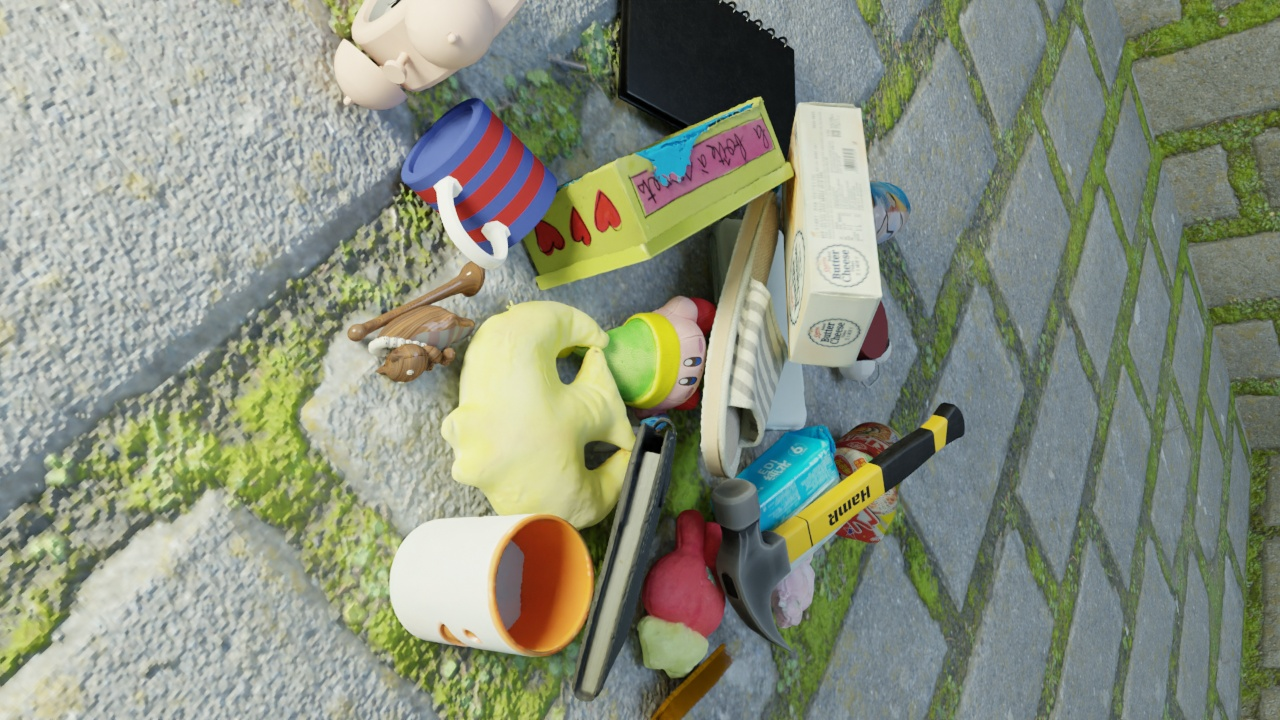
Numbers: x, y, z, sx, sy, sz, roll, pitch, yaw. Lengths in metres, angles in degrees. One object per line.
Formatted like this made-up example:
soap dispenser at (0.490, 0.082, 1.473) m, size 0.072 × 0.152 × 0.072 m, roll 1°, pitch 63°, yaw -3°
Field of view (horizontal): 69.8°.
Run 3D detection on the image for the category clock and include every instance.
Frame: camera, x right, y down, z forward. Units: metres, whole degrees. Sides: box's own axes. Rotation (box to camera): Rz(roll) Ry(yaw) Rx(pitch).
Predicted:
clock at (-0.118, -0.230, 0.595) m, size 0.086 × 0.131 × 0.160 m, roll 49°, pitch 50°, yaw -31°
clock at (0.242, -0.030, 1.028) m, size 0.086 × 0.044 × 0.124 m, roll -33°, pitch 108°, yaw -46°

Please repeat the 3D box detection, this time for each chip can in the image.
chip can at (0.228, -0.158, 0.990) m, size 0.229 × 0.080 × 0.080 m, roll -15°, pitch 94°, yaw -57°

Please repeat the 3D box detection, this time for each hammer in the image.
hammer at (0.193, 0.124, 0.824) m, size 0.323 × 0.034 × 0.170 m, roll -28°, pitch 116°, yaw -32°

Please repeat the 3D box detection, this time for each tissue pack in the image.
tissue pack at (0.130, 0.131, 0.836) m, size 0.144 × 0.062 × 0.093 m, roll -36°, pitch 118°, yaw -25°

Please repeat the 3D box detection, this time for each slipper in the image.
slipper at (0.097, -0.030, 0.790) m, size 0.114 × 0.054 × 0.272 m, roll 57°, pitch 40°, yaw -57°

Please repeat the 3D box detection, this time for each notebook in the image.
notebook at (0.072, -0.282, 0.882) m, size 0.231 × 0.019 × 0.169 m, roll 16°, pitch 68°, yaw -40°
notebook at (-0.004, 0.122, 0.623) m, size 0.209 × 0.029 × 0.169 m, roll 75°, pitch 30°, yaw -85°

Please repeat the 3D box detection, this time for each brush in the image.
brush at (0.030, 0.276, 0.732) m, size 0.017 × 0.048 × 0.126 m, roll 41°, pitch 39°, yaw 19°

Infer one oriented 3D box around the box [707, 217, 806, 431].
box at (0.112, -0.034, 0.881) m, size 0.118 × 0.063 × 0.213 m, roll 10°, pitch 76°, yaw -44°

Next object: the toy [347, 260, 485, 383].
toy at (-0.138, -0.022, 0.603) m, size 0.101 × 0.042 × 0.055 m, roll -32°, pitch 85°, yaw -38°

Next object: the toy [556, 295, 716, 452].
toy at (-0.004, 0.004, 0.737) m, size 0.131 × 0.097 × 0.124 m, roll -13°, pitch 123°, yaw -60°

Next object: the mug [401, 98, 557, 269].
mug at (-0.110, -0.112, 0.614) m, size 0.076 × 0.075 × 0.111 m, roll 43°, pitch 33°, yaw -35°

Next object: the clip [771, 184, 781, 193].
clip at (0.128, -0.215, 0.951) m, size 0.120 × 0.033 × 0.118 m, roll -15°, pitch 90°, yaw -48°

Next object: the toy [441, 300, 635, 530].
toy at (-0.071, 0.041, 0.643) m, size 0.154 × 0.065 × 0.170 m, roll -18°, pitch 94°, yaw -39°

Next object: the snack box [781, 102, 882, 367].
snack box at (0.158, -0.108, 0.782) m, size 0.104 × 0.057 × 0.207 m, roll 92°, pitch 1°, yaw -58°

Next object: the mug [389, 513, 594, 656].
mug at (-0.093, 0.138, 0.572) m, size 0.082 × 0.106 × 0.082 m, roll 12°, pitch 73°, yaw -47°

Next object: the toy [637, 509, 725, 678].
toy at (0.036, 0.190, 0.752) m, size 0.091 × 0.045 × 0.135 m, roll 32°, pitch 65°, yaw -42°

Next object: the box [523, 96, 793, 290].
box at (0.014, -0.134, 0.735) m, size 0.220 × 0.125 × 0.079 m, roll -39°, pitch 109°, yaw -46°

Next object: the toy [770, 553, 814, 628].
toy at (0.143, 0.201, 0.870) m, size 0.109 × 0.047 × 0.064 m, roll -56°, pitch 145°, yaw -44°

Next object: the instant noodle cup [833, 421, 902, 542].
instant noodle cup at (0.231, 0.114, 0.958) m, size 0.112 × 0.101 × 0.100 m, roll -37°, pitch 110°, yaw -54°
